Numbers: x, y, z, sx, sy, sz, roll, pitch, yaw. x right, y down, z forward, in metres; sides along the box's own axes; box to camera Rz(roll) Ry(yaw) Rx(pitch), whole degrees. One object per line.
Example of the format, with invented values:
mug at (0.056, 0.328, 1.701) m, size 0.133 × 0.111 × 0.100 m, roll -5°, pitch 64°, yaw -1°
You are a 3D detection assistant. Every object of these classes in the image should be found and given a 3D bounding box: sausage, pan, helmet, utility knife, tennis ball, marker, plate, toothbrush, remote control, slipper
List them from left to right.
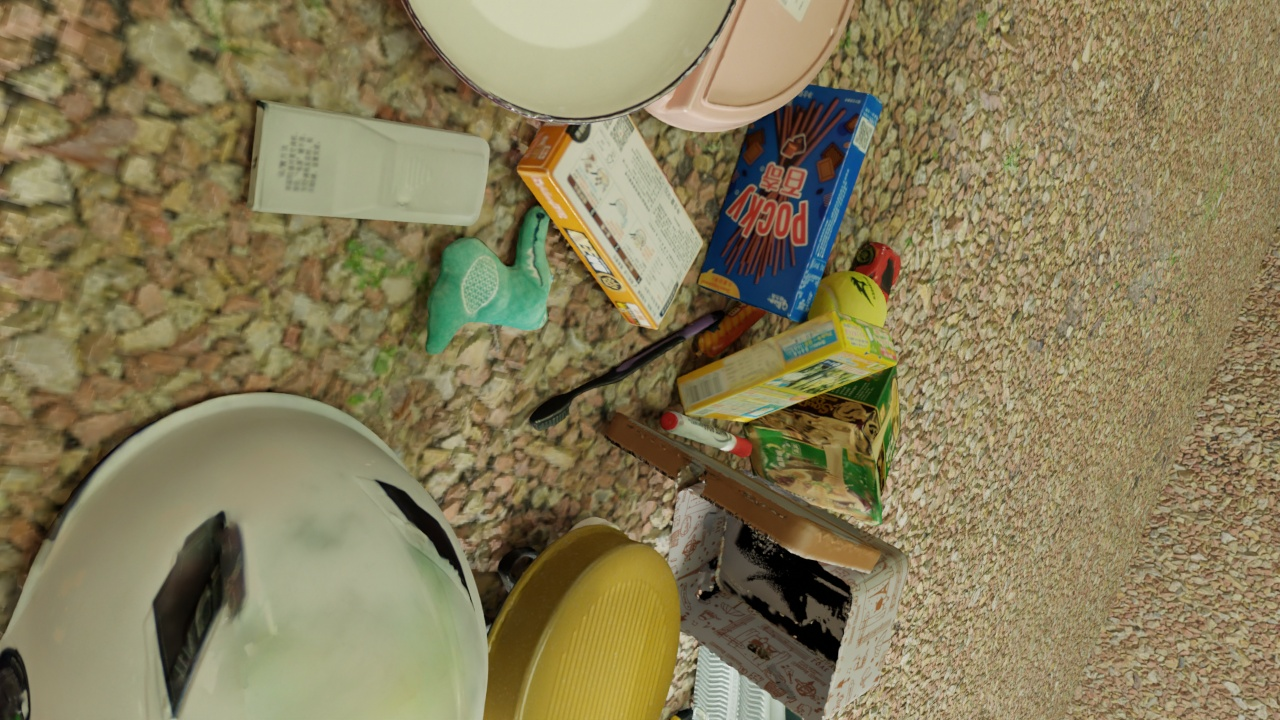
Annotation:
helmet at (-0.164, 0.158, 0.437) m, size 0.228 × 0.146 × 0.259 m, roll -10°, pitch 116°, yaw -45°
remote control at (-0.127, -0.092, 0.446) m, size 0.124 × 0.024 × 0.049 m, roll -4°, pitch 112°, yaw -46°
pan at (-0.072, 0.287, 0.625) m, size 0.197 × 0.078 × 0.357 m, roll 24°, pitch 79°, yaw -56°
plate at (-0.036, -0.215, 0.446) m, size 0.192 × 0.039 × 0.193 m, roll -11°, pitch 115°, yaw -25°
utility knife at (-0.026, 0.394, 0.812) m, size 0.222 × 0.015 × 0.033 m, roll -41°, pitch 136°, yaw -29°
toothbrush at (-0.004, 0.004, 0.641) m, size 0.188 × 0.014 × 0.017 m, roll -30°, pitch 137°, yaw -35°
marker at (0.053, 0.058, 0.712) m, size 0.145 × 0.017 × 0.017 m, roll 25°, pitch 89°, yaw -59°
plate at (0.058, -0.252, 0.545) m, size 0.228 × 0.028 × 0.230 m, roll -16°, pitch 117°, yaw -35°
slipper at (0.104, 0.330, 0.862) m, size 0.074 × 0.104 × 0.246 m, roll -23°, pitch 118°, yaw -42°
sausage at (0.099, -0.050, 0.719) m, size 0.164 × 0.021 × 0.021 m, roll -40°, pitch 134°, yaw -28°
tennis ball at (0.173, -0.042, 0.771) m, size 0.065 × 0.065 × 0.065 m, roll -24°, pitch 125°, yaw -39°

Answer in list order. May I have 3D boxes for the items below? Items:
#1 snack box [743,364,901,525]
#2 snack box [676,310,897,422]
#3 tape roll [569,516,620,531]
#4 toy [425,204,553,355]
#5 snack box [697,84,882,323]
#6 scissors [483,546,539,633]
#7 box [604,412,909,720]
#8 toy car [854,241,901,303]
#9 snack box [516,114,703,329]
snack box at (0.169, 0.056, 0.790) m, size 0.105 × 0.118 × 0.118 m, roll -49°, pitch 139°, yaw -34°
snack box at (0.107, 0.008, 0.678) m, size 0.086 × 0.141 × 0.033 m, roll 10°, pitch 63°, yaw -49°
tape roll at (-0.041, 0.156, 0.663) m, size 0.085 × 0.014 × 0.086 m, roll -33°, pitch 131°, yaw -48°
toy at (-0.080, -0.046, 0.521) m, size 0.091 × 0.030 × 0.096 m, roll 10°, pitch 94°, yaw -55°
snack box at (0.102, -0.113, 0.641) m, size 0.026 × 0.085 × 0.157 m, roll 9°, pitch 102°, yaw -50°
scissors at (-0.073, 0.192, 0.661) m, size 0.163 × 0.014 × 0.164 m, roll -9°, pitch 116°, yaw -46°
box at (0.091, 0.138, 0.684) m, size 0.136 × 0.180 × 0.270 m, roll -42°, pitch 136°, yaw -23°
toy car at (0.201, -0.053, 0.826) m, size 0.049 × 0.031 × 0.106 m, roll 26°, pitch 91°, yaw -50°
snack box at (-0.013, -0.092, 0.562) m, size 0.075 × 0.026 × 0.154 m, roll -62°, pitch 142°, yaw -21°
